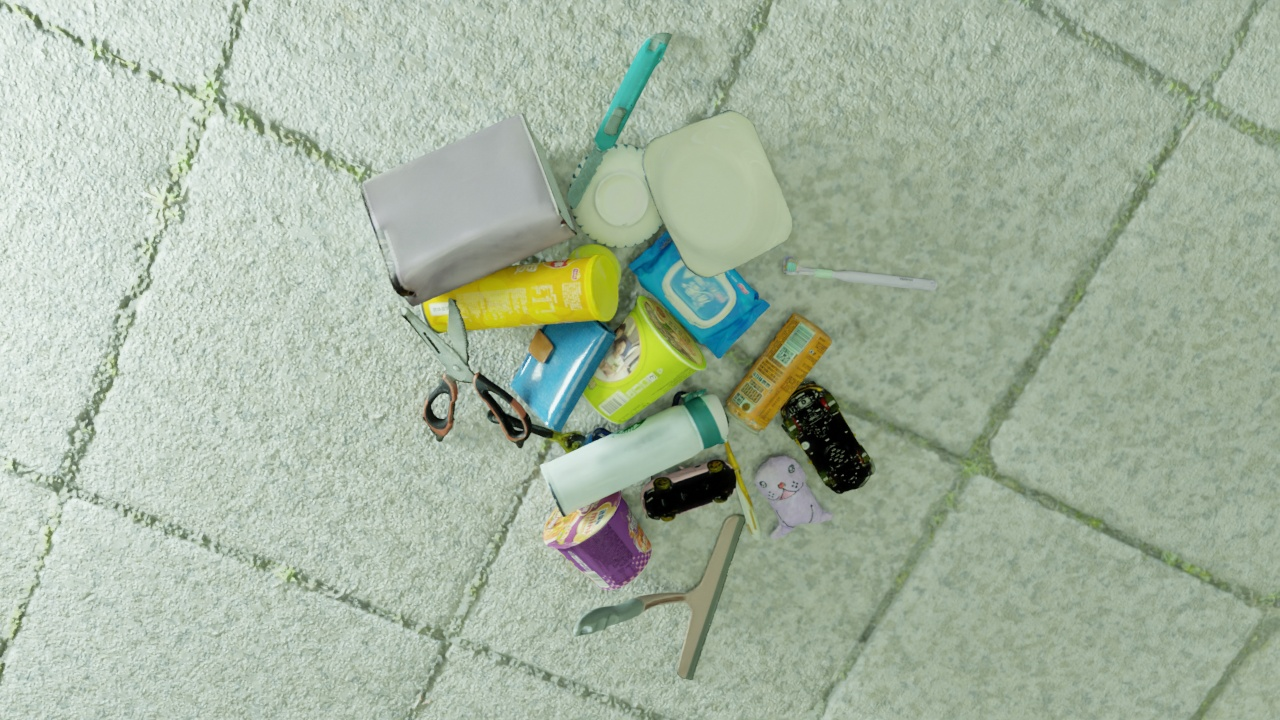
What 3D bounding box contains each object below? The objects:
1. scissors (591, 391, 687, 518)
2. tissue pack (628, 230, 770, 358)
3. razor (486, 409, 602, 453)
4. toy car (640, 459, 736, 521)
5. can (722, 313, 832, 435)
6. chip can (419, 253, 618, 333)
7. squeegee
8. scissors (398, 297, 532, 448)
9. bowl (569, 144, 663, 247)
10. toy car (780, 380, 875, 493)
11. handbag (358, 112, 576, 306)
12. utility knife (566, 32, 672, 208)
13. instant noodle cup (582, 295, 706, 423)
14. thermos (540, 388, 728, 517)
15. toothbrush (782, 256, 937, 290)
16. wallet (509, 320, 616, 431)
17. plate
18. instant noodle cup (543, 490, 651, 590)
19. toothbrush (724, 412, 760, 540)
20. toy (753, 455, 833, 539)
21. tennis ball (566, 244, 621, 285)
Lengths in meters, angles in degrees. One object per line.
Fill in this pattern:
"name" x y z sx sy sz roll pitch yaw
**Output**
"scissors" 0.023 0.113 1.129 0.173 0.012 0.162 31 96 -19
"tissue pack" 0.070 -0.082 1.062 0.095 0.052 0.157 -43 104 8
"razor" -0.119 0.088 1.114 0.142 0.022 0.042 20 93 -10
"toy car" 0.058 0.157 1.125 0.122 0.037 0.056 -16 116 -13
"can" 0.162 0.016 1.092 0.058 0.058 0.146 34 101 -12
"chip can" -0.134 -0.070 1.005 0.214 0.071 0.072 -4 107 21
"squeegee" 0.005 0.304 1.126 0.249 0.040 0.248 2 110 -45
"scissors" -0.202 0.026 1.052 0.189 0.015 0.228 24 129 -7
"bowl" -0.022 -0.181 1.022 0.116 0.066 0.116 -1 105 -3
"toy car" 0.228 0.098 1.128 0.071 0.041 0.156 -34 109 6
"handbag" -0.181 -0.156 0.983 0.197 0.098 0.144 -23 61 4
"utility knife" -0.025 -0.263 0.995 0.029 0.013 0.223 26 85 11
"instant noodle cup" -0.006 0.006 1.061 0.124 0.111 0.111 -42 104 17
"thermos" -0.004 0.105 1.079 0.224 0.073 0.073 -24 106 -6
"toothbrush" 0.262 -0.101 1.087 0.189 0.029 0.021 7 145 -7
"wallet" -0.091 0.001 1.056 0.040 0.106 0.133 21 104 -43
"plate" 0.081 -0.182 1.017 0.164 0.034 0.163 -27 96 -28
"instant noodle cup" -0.045 0.217 1.117 0.111 0.111 0.099 -35 114 6
"toothbrush" 0.124 0.143 1.146 0.016 0.018 0.191 -27 108 -28
"toy" 0.182 0.168 1.146 0.084 0.039 0.108 -25 107 10
"tennis ball" -0.055 -0.100 1.043 0.065 0.065 0.065 -1 106 -3
